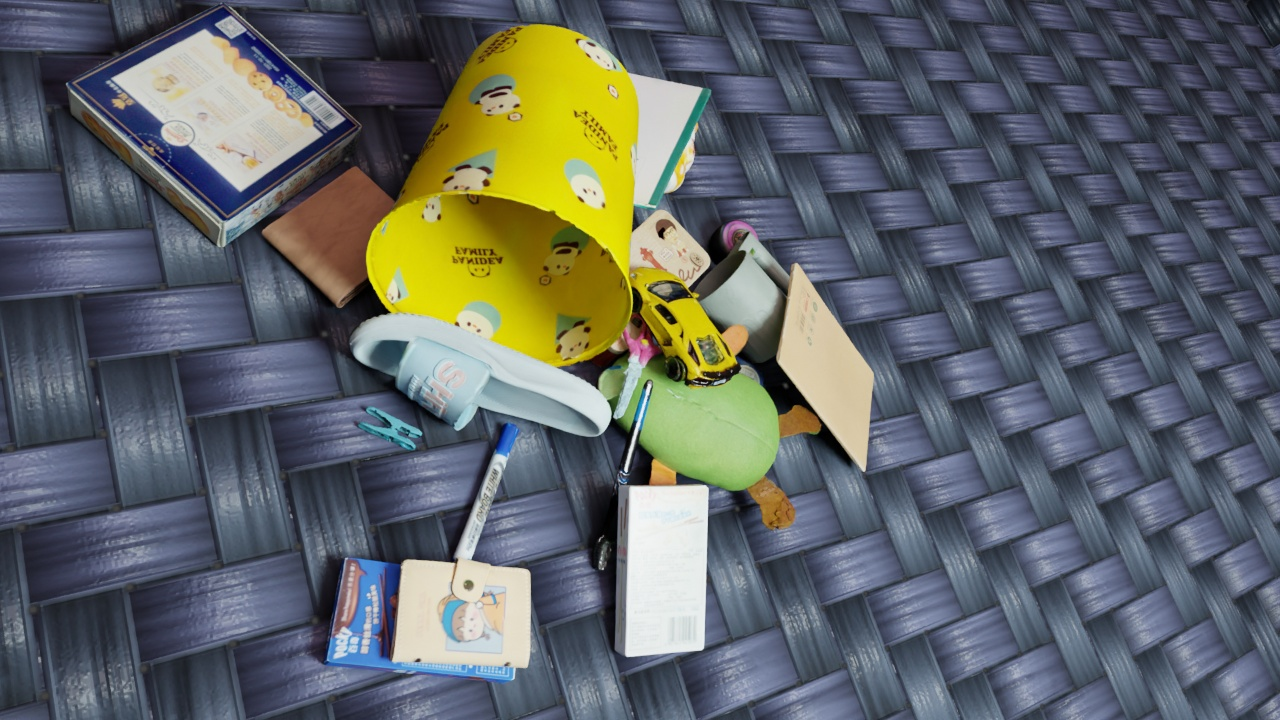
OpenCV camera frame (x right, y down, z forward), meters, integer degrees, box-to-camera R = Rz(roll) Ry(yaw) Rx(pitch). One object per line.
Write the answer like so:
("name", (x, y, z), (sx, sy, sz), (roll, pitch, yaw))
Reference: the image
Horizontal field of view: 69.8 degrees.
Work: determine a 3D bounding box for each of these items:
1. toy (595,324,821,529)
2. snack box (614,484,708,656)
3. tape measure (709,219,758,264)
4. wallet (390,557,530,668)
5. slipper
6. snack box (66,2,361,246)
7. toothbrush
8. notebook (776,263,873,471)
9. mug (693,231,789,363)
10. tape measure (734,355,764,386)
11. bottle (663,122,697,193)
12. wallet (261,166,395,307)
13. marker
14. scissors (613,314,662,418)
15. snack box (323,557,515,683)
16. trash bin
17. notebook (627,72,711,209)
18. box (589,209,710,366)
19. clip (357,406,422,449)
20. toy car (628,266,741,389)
("toy", (0.067, 0.062, 0.948), (0.246, 0.090, 0.226), (30, 68, -9))
("snack box", (0.020, 0.196, 0.867), (0.084, 0.027, 0.156), (4, 85, -26))
("tape measure", (0.111, -0.136, 1.095), (0.057, 0.039, 0.058), (-28, 89, -28))
("wallet", (-0.147, 0.210, 0.769), (0.115, 0.024, 0.087), (11, 67, -23))
("slipper", (-0.146, 0.030, 0.834), (0.245, 0.104, 0.074), (20, 66, -12))
("snack box", (-0.392, -0.226, 0.861), (0.178, 0.046, 0.182), (43, 55, -4))
("toothbrush", (-0.015, 0.109, 0.873), (0.014, 0.016, 0.189), (16, 89, -20))
("notebook", (0.213, 0.009, 1.037), (0.207, 0.008, 0.147), (48, 43, -34))
("mug", (0.130, -0.073, 1.041), (0.103, 0.084, 0.123), (45, 55, -14))
("tape measure", (0.108, 0.024, 1.026), (0.058, 0.025, 0.054), (26, 59, -11))
("bottle", (0.035, -0.251, 1.092), (0.063, 0.063, 0.108), (33, 56, -11))
("wallet", (-0.279, -0.119, 0.871), (0.101, 0.020, 0.115), (44, 65, 4))
("marker", (-0.143, 0.123, 0.849), (0.017, 0.017, 0.145), (27, 58, -15))
("scissors", (-0.006, 0.005, 0.894), (0.057, 0.017, 0.133), (23, 51, -3))
("snack box", (-0.180, 0.221, 0.776), (0.157, 0.026, 0.084), (14, 61, -22))
("trash bin", (-0.106, -0.160, 0.857), (0.229, 0.230, 0.254), (22, 53, -18))
("notebook", (-0.019, -0.260, 1.055), (0.150, 0.012, 0.208), (15, 56, 13))
("box", (-0.013, -0.076, 0.986), (0.091, 0.077, 0.168), (46, 61, -3))
("clip", (-0.227, 0.062, 0.835), (0.056, 0.014, 0.043), (27, 58, -16))
("toy car", (0.038, -0.036, 0.909), (0.071, 0.041, 0.155), (-12, 61, -40))
